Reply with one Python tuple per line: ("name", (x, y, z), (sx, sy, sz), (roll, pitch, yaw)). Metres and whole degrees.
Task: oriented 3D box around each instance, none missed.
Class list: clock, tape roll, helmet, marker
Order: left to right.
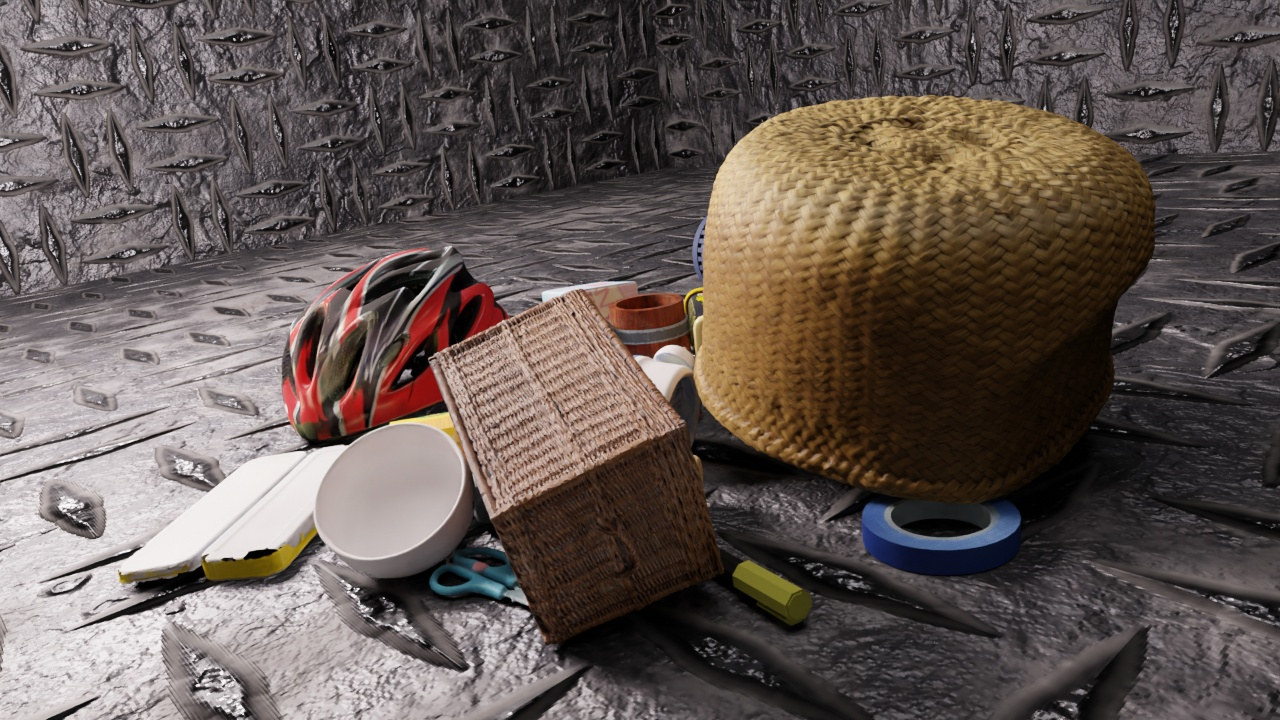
("helmet", (-0.260, -0.017, 0.961), (0.218, 0.167, 0.271), (-6, 27, 31))
("clock", (0.017, 0.037, 0.746), (0.052, 0.089, 0.125), (7, 22, 24))
("marker", (0.056, 0.126, 0.549), (0.017, 0.021, 0.124), (-15, 15, -27))
("tape roll", (0.187, 0.104, 0.574), (0.093, 0.016, 0.091), (5, 20, 35))

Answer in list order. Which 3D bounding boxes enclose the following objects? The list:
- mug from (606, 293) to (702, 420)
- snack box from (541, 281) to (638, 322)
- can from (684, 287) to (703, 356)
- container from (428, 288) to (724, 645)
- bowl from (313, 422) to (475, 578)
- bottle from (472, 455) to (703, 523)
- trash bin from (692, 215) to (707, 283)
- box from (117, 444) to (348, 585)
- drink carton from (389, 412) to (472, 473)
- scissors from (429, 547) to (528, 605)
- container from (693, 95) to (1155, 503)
("mug", (-0.005, 0.005, 0.822), (0.117, 0.111, 0.081), (-14, 18, -24))
("snack box", (-0.049, -0.033, 0.979), (0.079, 0.095, 0.093), (-11, 8, -22))
("can", (0.117, -0.036, 0.986), (0.131, 0.072, 0.101), (-6, 19, 2))
("container", (-0.044, 0.057, 0.561), (0.112, 0.114, 0.198), (-23, 34, -11))
("bowl", (-0.162, 0.099, 0.624), (0.105, 0.054, 0.104), (-4, 53, 6))
("bottle", (-0.036, 0.089, 0.666), (0.161, 0.046, 0.072), (-3, 17, 13))
("trash bin", (0.179, -0.135, 1.182), (0.139, 0.139, 0.250), (-15, 17, -26))
("box", (-0.302, 0.116, 0.730), (0.127, 0.023, 0.209), (-4, 17, 6))
("drink carton", (-0.142, 0.073, 0.740), (0.122, 0.058, 0.041), (-10, 17, -10))
("scissors", (-0.078, 0.141, 0.567), (0.137, 0.015, 0.056), (5, 18, 42))
("container", (0.191, -0.070, 0.661), (0.307, 0.197, 0.306), (-4, 30, 2))
